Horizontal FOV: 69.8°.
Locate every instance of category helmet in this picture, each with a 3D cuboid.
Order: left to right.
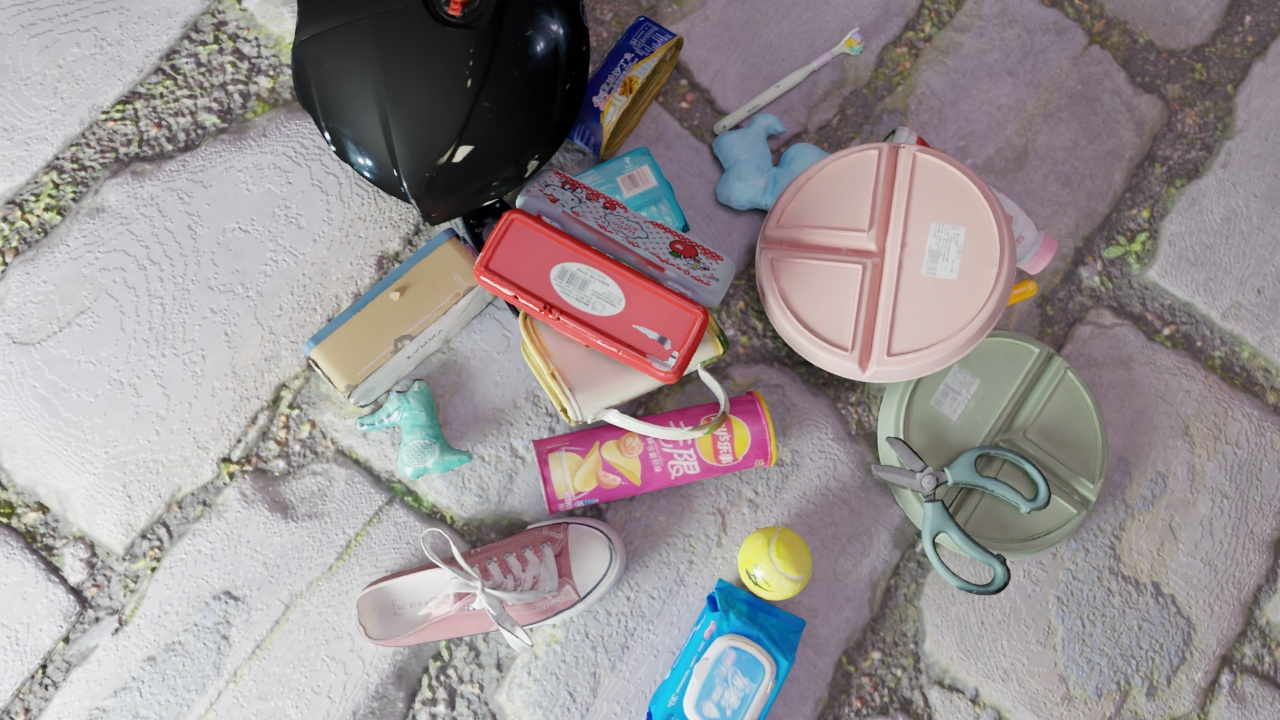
[{"bbox_3d":[-0.155,-0.255,0.790,0.275,0.233,0.230,-28,95,6],"label":"helmet"}]

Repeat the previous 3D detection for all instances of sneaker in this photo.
[{"bbox_3d":[-0.127,0.192,0.780,0.241,0.088,0.118,-12,80,-7],"label":"sneaker"}]

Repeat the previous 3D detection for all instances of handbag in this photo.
[{"bbox_3d":[-0.005,0.005,0.817,0.163,0.063,0.178,-24,65,-17],"label":"handbag"}]

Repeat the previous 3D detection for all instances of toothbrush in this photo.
[{"bbox_3d":[-0.117,-0.041,0.865,0.018,0.014,0.189,-37,84,-2],"label":"toothbrush"},{"bbox_3d":[0.151,-0.282,0.934,0.189,0.029,0.020,-34,42,-9],"label":"toothbrush"}]

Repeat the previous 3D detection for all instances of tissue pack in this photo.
[{"bbox_3d":[-0.029,-0.136,0.872,0.133,0.050,0.093,-25,84,-9],"label":"tissue pack"},{"bbox_3d":[0.075,0.278,0.801,0.095,0.052,0.157,30,78,1],"label":"tissue pack"}]

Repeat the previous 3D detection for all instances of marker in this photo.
[{"bbox_3d":[0.339,-0.053,0.910,0.123,0.015,0.018,-21,77,-7],"label":"marker"}]

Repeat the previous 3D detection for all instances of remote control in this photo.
[{"bbox_3d":[-0.119,-0.099,0.870,0.053,0.024,0.136,-36,83,-10],"label":"remote control"}]

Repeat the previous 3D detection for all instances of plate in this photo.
[{"bbox_3d":[0.216,-0.095,0.822,0.230,0.028,0.229,-3,76,13],"label":"plate"},{"bbox_3d":[0.342,0.076,0.880,0.230,0.027,0.230,1,78,-6],"label":"plate"}]

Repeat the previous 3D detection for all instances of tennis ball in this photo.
[{"bbox_3d":[0.120,0.180,0.818,0.065,0.065,0.065,1,79,-5],"label":"tennis ball"}]

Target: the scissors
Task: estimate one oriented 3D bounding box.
[{"bbox_3d":[0.286,0.142,0.838,0.176,0.019,0.171,12,80,-4],"label":"scissors"}]

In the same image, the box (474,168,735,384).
[{"bbox_3d":[-0.026,-0.083,0.795,0.201,0.064,0.159,28,62,1],"label":"box"}]

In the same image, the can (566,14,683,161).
[{"bbox_3d":[-0.017,-0.264,0.887,0.049,0.075,0.148,32,77,5],"label":"can"}]

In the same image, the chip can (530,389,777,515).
[{"bbox_3d":[0.011,0.082,0.823,0.210,0.071,0.071,-12,80,-8],"label":"chip can"}]

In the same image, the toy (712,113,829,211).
[{"bbox_3d":[0.151,-0.170,0.897,0.156,0.050,0.161,-4,76,4],"label":"toy"}]

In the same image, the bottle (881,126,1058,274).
[{"bbox_3d":[0.316,-0.152,0.904,0.197,0.068,0.068,32,78,-3],"label":"bottle"}]

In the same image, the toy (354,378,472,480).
[{"bbox_3d":[-0.207,0.064,0.829,0.096,0.030,0.092,-16,76,-1],"label":"toy"}]

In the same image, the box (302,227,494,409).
[{"bbox_3d":[-0.205,-0.040,0.819,0.063,0.090,0.184,45,76,5],"label":"box"}]
